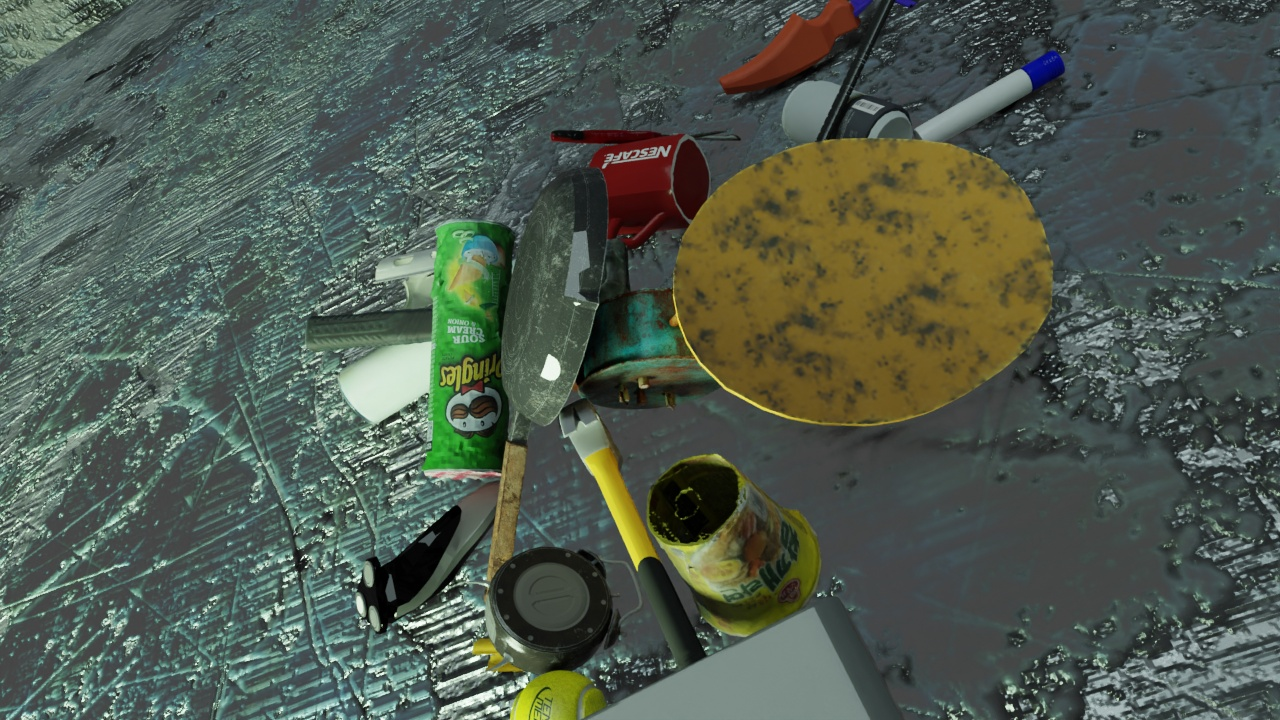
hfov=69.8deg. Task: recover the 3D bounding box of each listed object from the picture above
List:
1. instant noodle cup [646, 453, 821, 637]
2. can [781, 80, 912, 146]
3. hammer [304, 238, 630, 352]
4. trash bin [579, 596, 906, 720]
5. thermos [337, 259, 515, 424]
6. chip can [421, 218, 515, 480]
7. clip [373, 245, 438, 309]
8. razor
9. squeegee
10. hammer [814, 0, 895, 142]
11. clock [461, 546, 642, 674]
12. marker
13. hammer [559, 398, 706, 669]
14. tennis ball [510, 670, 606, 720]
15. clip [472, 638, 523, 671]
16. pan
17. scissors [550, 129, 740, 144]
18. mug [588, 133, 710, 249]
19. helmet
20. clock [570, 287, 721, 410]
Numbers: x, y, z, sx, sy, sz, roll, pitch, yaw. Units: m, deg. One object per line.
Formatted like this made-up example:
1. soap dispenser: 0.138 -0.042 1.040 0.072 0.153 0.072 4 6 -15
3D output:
1. instant noodle cup: 0.059 0.118 0.618 0.102 0.108 0.102 -19 46 20
2. can: 0.185 -0.217 0.846 0.064 0.064 0.127 -44 45 -7
3. hammer: -0.166 -0.035 0.861 0.319 0.032 0.130 -4 80 12
4. trash bin: 0.074 0.264 0.458 0.192 0.097 0.219 -28 60 5
5. thermos: -0.188 -0.022 0.913 0.230 0.068 0.068 -31 45 5
6. chip can: -0.147 -0.011 0.798 0.076 0.075 0.223 -5 78 28
7. clip: -0.215 -0.105 0.991 0.127 0.110 0.150 -7 62 23
8. razor: -0.169 0.158 0.767 0.155 0.060 0.057 -35 29 -27
9. squeegee: 0.168 -0.332 0.958 0.185 0.055 0.249 -28 28 9
10. hammer: 0.151 -0.188 0.806 0.095 0.015 0.325 24 88 44
11. clock: -0.062 0.183 0.670 0.122 0.044 0.091 -4 47 -21
12. marker: 0.306 -0.229 0.812 0.133 0.023 0.027 -29 24 7
13. hammer: 0.012 0.154 0.631 0.029 0.127 0.323 -27 52 -2
14. tennis ball: -0.054 0.243 0.617 0.065 0.065 0.065 -17 48 19
15. clip: -0.098 0.211 0.697 0.054 0.046 0.048 -10 75 26
16. pan: -0.088 0.023 0.710 0.208 0.040 0.357 -160 83 -72
17. scissors: 0.000 -0.228 0.959 0.199 0.015 0.179 -2 5 -13
18. mug: 0.005 -0.158 0.899 0.097 0.080 0.116 -1 61 31
19. helmet: 0.149 -0.043 0.676 0.255 0.131 0.205 -13 75 -3
20. clock: -0.005 0.004 0.741 0.158 0.121 0.073 -21 66 33
